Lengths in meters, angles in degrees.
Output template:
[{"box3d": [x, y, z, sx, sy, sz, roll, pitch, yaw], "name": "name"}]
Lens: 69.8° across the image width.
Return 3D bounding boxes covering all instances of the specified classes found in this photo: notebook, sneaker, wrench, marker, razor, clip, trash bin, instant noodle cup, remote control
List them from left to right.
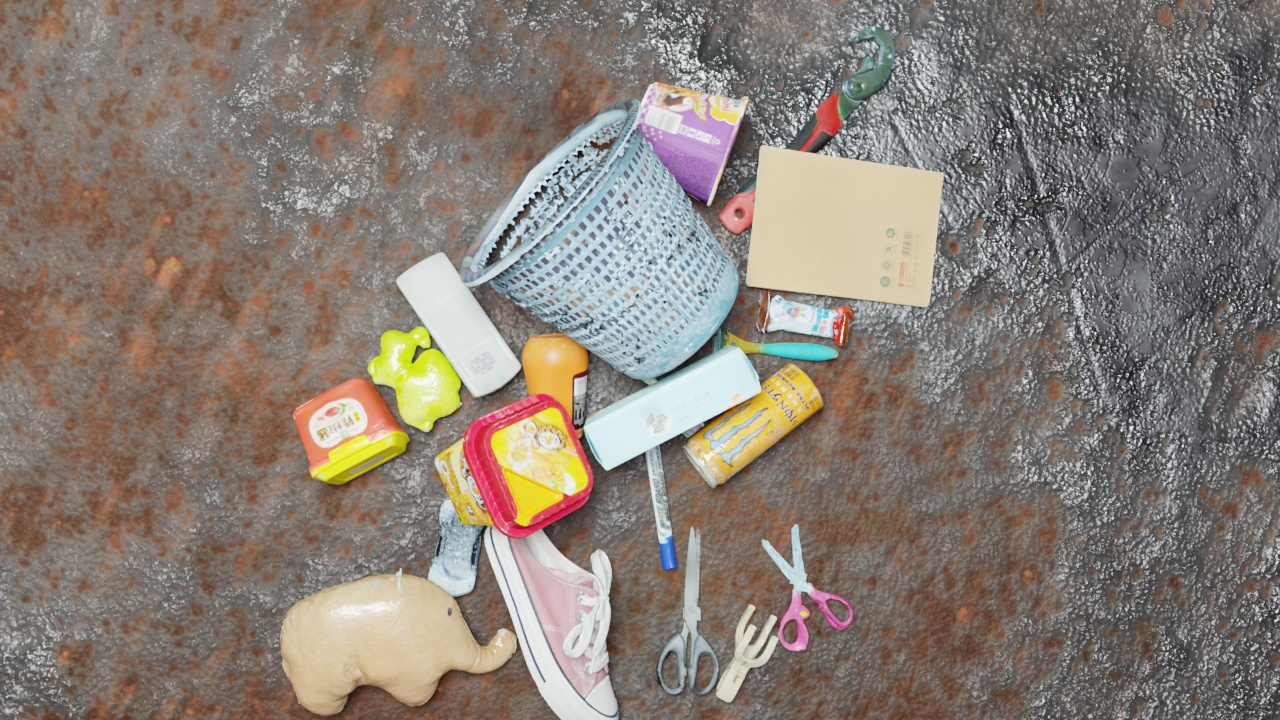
[{"box3d": [-0.182, -0.035, 0.924, 0.058, 0.021, 0.150, -34, 88, -15], "name": "remote control"}, {"box3d": [-0.127, 0.104, 0.878, 0.115, 0.124, 0.116, -24, 93, -40], "name": "instant noodle cup"}, {"box3d": [-0.068, 0.254, 0.908, 0.088, 0.118, 0.241, -25, 88, 14], "name": "sneaker"}, {"box3d": [-0.023, -0.095, 0.862, 0.195, 0.226, 0.226, 44, 85, -23], "name": "trash bin"}, {"box3d": [0.020, 0.145, 0.958, 0.017, 0.017, 0.146, -9, 91, -6], "name": "marker"}, {"box3d": [0.044, -0.222, 0.919, 0.099, 0.111, 0.111, 20, 88, 3], "name": "instant noodle cup"}, {"box3d": [0.109, 0.305, 0.945, 0.035, 0.095, 0.102, 28, 77, 0], "name": "clip"}, {"box3d": [0.141, -0.011, 0.964, 0.132, 0.028, 0.043, 3, 91, -4], "name": "razor"}, {"box3d": [0.180, -0.242, 0.973, 0.056, 0.016, 0.273, 39, 86, -5], "name": "wrench"}, {"box3d": [0.218, -0.140, 0.973, 0.207, 0.008, 0.148, 6, 91, -11], "name": "notebook"}]

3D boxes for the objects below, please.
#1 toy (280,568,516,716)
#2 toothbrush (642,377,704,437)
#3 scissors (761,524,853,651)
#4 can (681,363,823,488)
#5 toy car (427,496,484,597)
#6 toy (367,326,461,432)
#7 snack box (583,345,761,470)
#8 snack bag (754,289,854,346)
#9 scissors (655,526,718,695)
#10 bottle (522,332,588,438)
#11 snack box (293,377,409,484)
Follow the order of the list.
[{"box3d": [-0.236, 0.274, 0.903, 0.226, 0.082, 0.143, -4, 110, -8], "name": "toy"}, {"box3d": [-0.006, 0.006, 0.953, 0.189, 0.020, 0.029, 47, 124, -5], "name": "toothbrush"}, {"box3d": [0.180, 0.240, 0.979, 0.108, 0.017, 0.135, -4, 87, -3], "name": "scissors"}, {"box3d": [0.116, 0.067, 0.947, 0.146, 0.058, 0.058, -37, 94, -5], "name": "can"}, {"box3d": [-0.185, 0.189, 0.929, 0.049, 0.031, 0.105, 10, 91, -4], "name": "toy car"}, {"box3d": [-0.223, 0.017, 0.923, 0.100, 0.031, 0.096, 23, 84, -6], "name": "toy"}, {"box3d": [0.030, 0.045, 0.909, 0.175, 0.074, 0.051, -27, 94, 1], "name": "snack box"}, {"box3d": [0.173, -0.044, 0.969, 0.105, 0.026, 0.045, 10, 92, -5], "name": "snack bag"}, {"box3d": [0.063, 0.266, 0.968, 0.133, 0.014, 0.175, 37, 84, -4], "name": "scissors"}, {"box3d": [-0.083, 0.049, 0.926, 0.066, 0.067, 0.149, -4, 98, -7], "name": "bottle"}, {"box3d": [-0.284, 0.068, 0.897, 0.091, 0.082, 0.080, -28, 80, -7], "name": "snack box"}]
